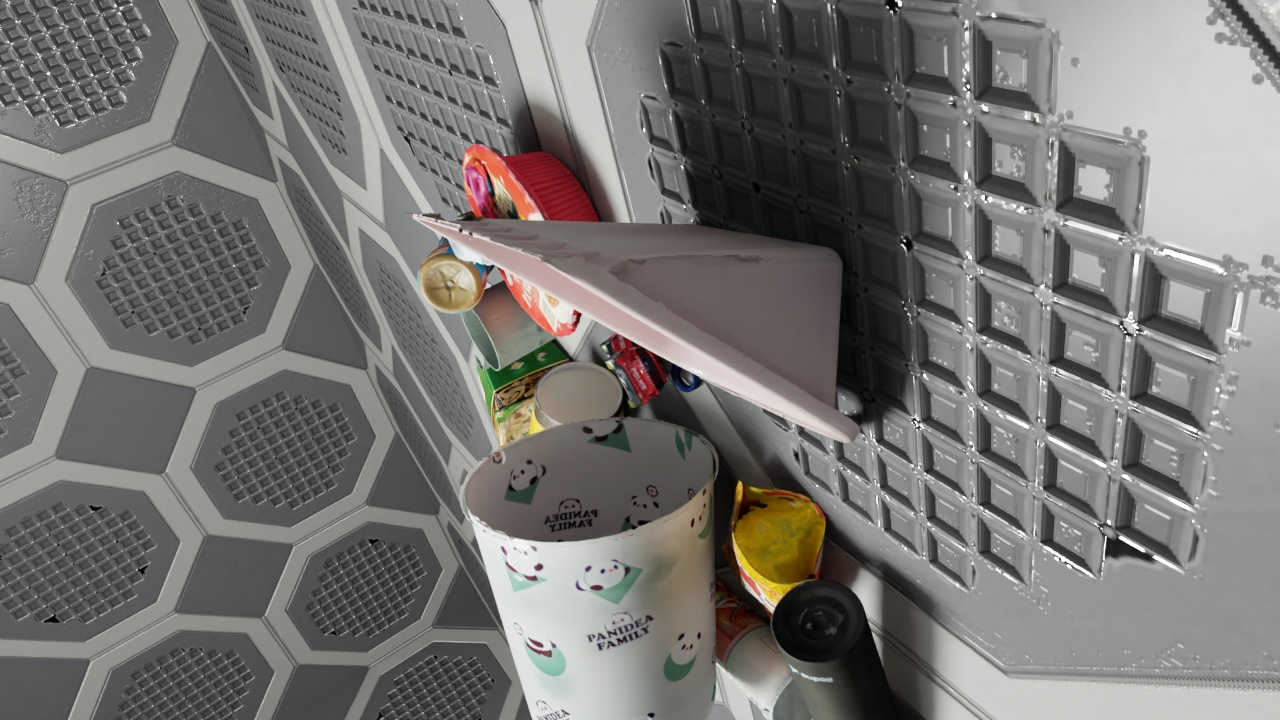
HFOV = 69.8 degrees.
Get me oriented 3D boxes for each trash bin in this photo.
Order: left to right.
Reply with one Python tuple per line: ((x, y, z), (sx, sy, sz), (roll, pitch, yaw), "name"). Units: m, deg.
((-0.032, 0.213, 0.853), (0.230, 0.229, 0.252), (28, 130, 55), "trash bin")

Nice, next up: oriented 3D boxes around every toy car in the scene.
((-0.152, -0.108, 0.827), (0.090, 0.034, 0.043), (31, 143, 64), "toy car")
((-0.005, 0.005, 0.836), (0.053, 0.045, 0.120), (62, 178, -16), "toy car")

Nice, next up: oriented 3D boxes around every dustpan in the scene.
((0.011, -0.011, 0.572), (0.223, 0.273, 0.139), (28, 117, 60), "dustpan")

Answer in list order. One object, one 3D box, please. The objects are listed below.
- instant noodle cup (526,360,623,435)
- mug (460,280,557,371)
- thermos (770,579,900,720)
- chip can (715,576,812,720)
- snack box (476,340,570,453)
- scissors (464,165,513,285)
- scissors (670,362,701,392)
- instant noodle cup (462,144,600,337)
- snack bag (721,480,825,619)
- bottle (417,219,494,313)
((-0.069, 0.072, 0.994), (0.118, 0.118, 0.115), (47, 148, 33), "instant noodle cup")
((-0.131, -0.042, 0.995), (0.083, 0.103, 0.124), (55, 160, 14), "mug")
((0.177, 0.268, 0.722), (0.090, 0.068, 0.243), (-4, 134, 27), "thermos")
((0.095, 0.284, 0.946), (0.215, 0.071, 0.071), (33, 146, 51), "chip can")
((-0.144, 0.027, 1.104), (0.105, 0.117, 0.118), (57, 157, 23), "snack box")
((-0.136, -0.122, 0.842), (0.133, 0.017, 0.134), (22, 140, 64), "scissors")
((0.033, -0.031, 0.759), (0.176, 0.012, 0.163), (40, 150, 41), "scissors")
((-0.090, -0.119, 0.850), (0.194, 0.065, 0.194), (49, 156, 30), "instant noodle cup")
((0.115, 0.181, 0.797), (0.128, 0.073, 0.208), (50, 164, 25), "snack bag")
((-0.184, -0.114, 0.975), (0.218, 0.065, 0.065), (-93, -16, -67), "bottle")
